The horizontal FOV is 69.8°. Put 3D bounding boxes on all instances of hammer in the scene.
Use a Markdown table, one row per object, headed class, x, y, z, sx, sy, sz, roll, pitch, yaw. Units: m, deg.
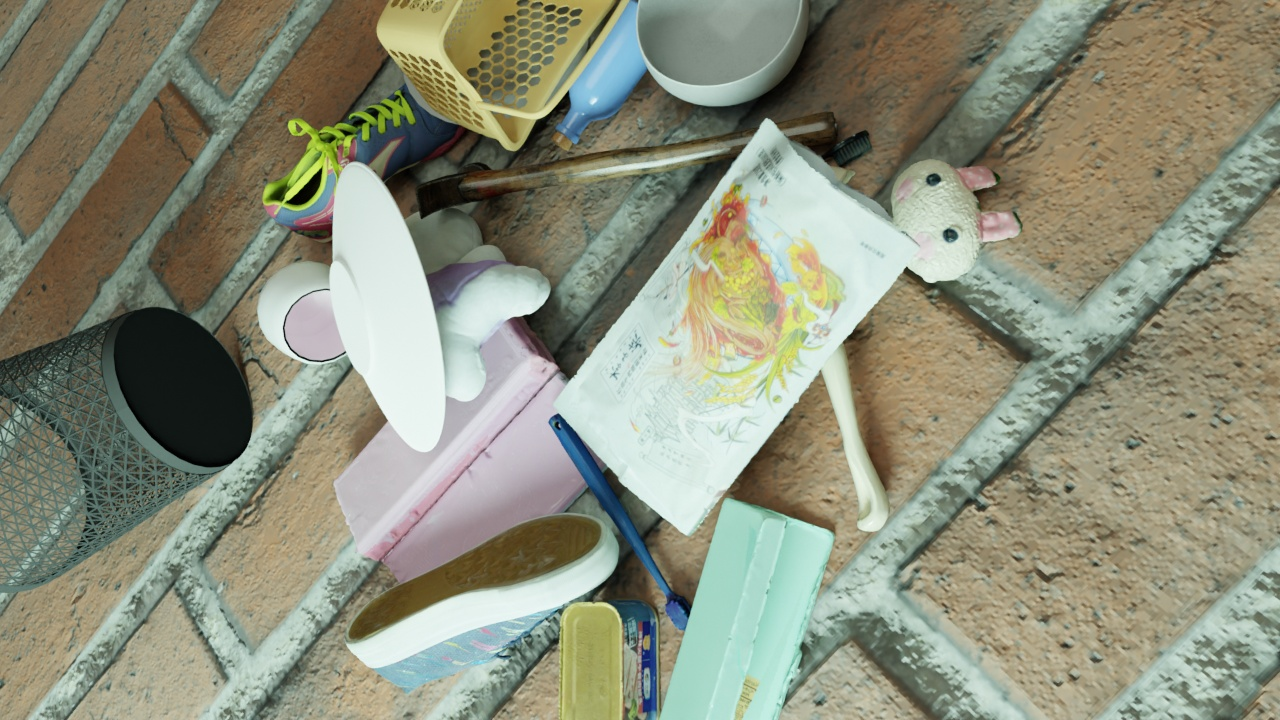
| class | x | y | z | sx | sy | sz | roll | pitch | yaw |
| --- | --- | --- | --- | --- | --- | --- | --- | --- | --- |
| hammer | -0.014 | -0.154 | 0.719 | 0.331 | 0.119 | 0.033 | -6 | 109 | 16 |

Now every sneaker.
| class | x | y | z | sx | sy | sz | roll | pitch | yaw |
| --- | --- | --- | --- | --- | --- | --- | --- | --- | --- |
| sneaker | -0.251 | -0.202 | 0.853 | 0.242 | 0.091 | 0.116 | -39 | 61 | 13 |
| sneaker | -0.112 | 0.191 | 0.707 | 0.236 | 0.087 | 0.079 | -25 | 111 | 16 |

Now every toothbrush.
| class | x | y | z | sx | sy | sz | roll | pitch | yaw |
| --- | --- | --- | --- | --- | --- | --- | --- | --- | --- |
| toothbrush | 0.094 | -0.117 | 0.703 | 0.188 | 0.014 | 0.017 | -33 | 73 | 17 |
| toothbrush | -0.016 | 0.118 | 0.684 | 0.016 | 0.017 | 0.190 | -37 | 73 | 8 |

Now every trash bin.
| class | x | y | z | sx | sy | sz | roll | pitch | yaw |
| --- | --- | --- | --- | --- | --- | --- | --- | --- | --- |
| trash bin | -0.523 | 0.073 | 0.868 | 0.243 | 0.217 | 0.216 | -24 | 68 | 13 |

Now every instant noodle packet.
| class | x | y | z | sx | sy | sz | roll | pitch | yaw |
| --- | --- | --- | --- | --- | --- | --- | --- | --- | --- |
| instant noodle packet | 0.052 | -0.015 | 0.628 | 0.147 | 0.057 | 0.270 | 45 | 115 | 18 |

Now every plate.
| class | x | y | z | sx | sy | sz | roll | pitch | yaw |
| --- | --- | --- | --- | --- | --- | --- | --- | --- | --- |
| plate | -0.211 | -0.036 | 0.709 | 0.229 | 0.030 | 0.230 | 34 | 132 | 48 |
| plate | -0.133 | -0.287 | 0.822 | 0.173 | 0.019 | 0.172 | -3 | 68 | 8 |

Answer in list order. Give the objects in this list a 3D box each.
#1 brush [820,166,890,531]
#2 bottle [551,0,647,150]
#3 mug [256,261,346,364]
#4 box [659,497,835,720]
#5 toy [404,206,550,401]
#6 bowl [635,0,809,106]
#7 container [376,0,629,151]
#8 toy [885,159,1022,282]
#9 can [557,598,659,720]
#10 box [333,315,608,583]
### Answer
| class | x | y | z | sx | sy | sz | roll | pitch | yaw |
| --- | --- | --- | --- | --- | --- | --- | --- | --- | --- |
| brush | 0.133 | -0.017 | 0.639 | 0.077 | 0.062 | 0.272 | -8 | 77 | 1 |
| bottle | -0.031 | -0.236 | 0.775 | 0.048 | 0.048 | 0.131 | 39 | 97 | 28 |
| mug | -0.291 | -0.057 | 0.844 | 0.123 | 0.090 | 0.076 | -45 | 42 | -9 |
| box | 0.076 | 0.196 | 0.632 | 0.077 | 0.079 | 0.188 | 4 | 76 | 69 |
| toy | -0.167 | -0.054 | 0.752 | 0.137 | 0.085 | 0.209 | -55 | 38 | 1 |
| bowl | 0.067 | -0.260 | 0.718 | 0.132 | 0.064 | 0.131 | -3 | 80 | 17 |
| container | -0.092 | -0.277 | 0.728 | 0.167 | 0.129 | 0.183 | 21 | 72 | 30 |
| toy | 0.199 | -0.095 | 0.629 | 0.112 | 0.050 | 0.087 | -13 | 72 | 19 |
| can | -0.022 | 0.222 | 0.655 | 0.054 | 0.059 | 0.099 | -7 | 75 | 25 |
| box | -0.145 | 0.084 | 0.755 | 0.233 | 0.055 | 0.180 | -48 | 63 | 9 |
